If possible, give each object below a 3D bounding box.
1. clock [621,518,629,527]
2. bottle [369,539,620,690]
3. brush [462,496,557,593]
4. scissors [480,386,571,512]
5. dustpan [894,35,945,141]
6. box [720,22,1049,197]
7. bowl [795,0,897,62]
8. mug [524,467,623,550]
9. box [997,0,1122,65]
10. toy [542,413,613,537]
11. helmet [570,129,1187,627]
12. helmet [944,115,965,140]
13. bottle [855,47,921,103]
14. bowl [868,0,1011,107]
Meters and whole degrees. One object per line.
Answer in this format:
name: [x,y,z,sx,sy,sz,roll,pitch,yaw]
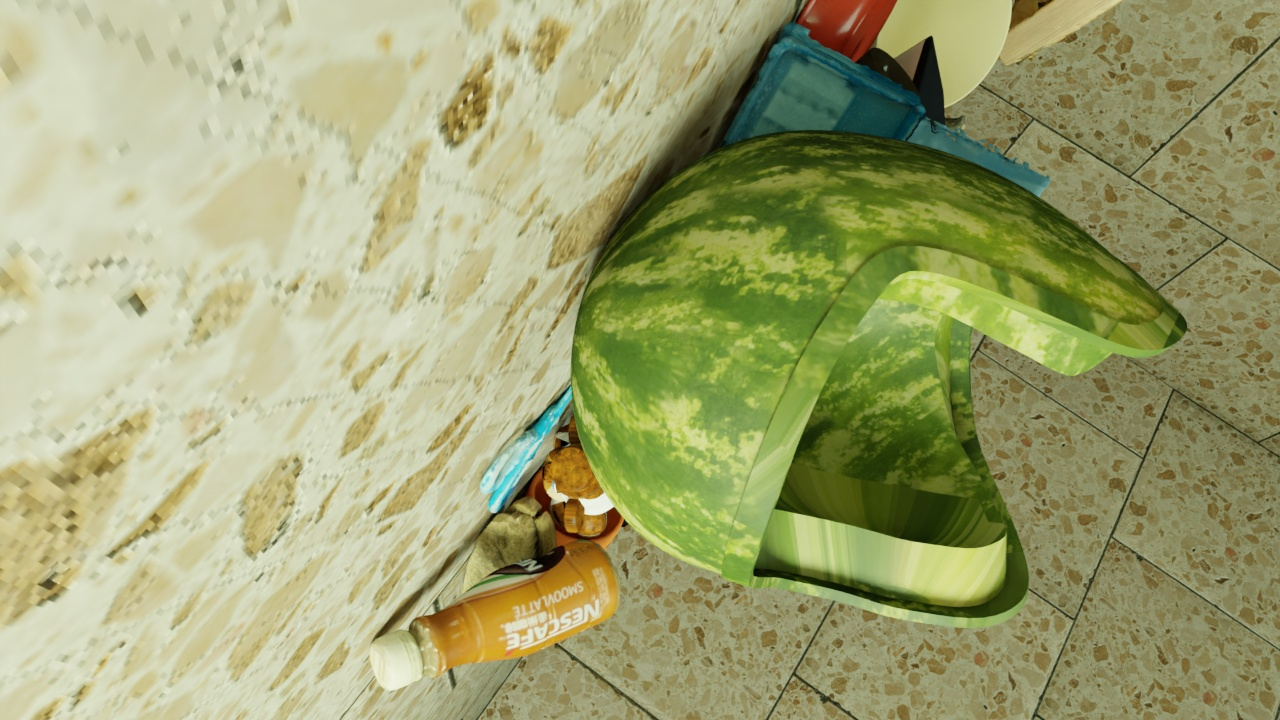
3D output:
clock: [-0.023,0.111,0.856,0.042,0.091,0.121,-42,-177,-20]
bottle: [-0.092,0.167,0.595,0.166,0.059,0.059,-14,146,-38]
brush: [-0.103,0.170,0.702,0.043,0.059,0.196,-35,157,-40]
scissors: [-0.066,0.050,0.598,0.137,0.012,0.128,-53,173,-40]
dustpan: [0.165,-0.073,0.710,0.236,0.080,0.273,-167,-87,-80]
box: [0.108,-0.062,0.570,0.232,0.174,0.033,-59,-178,39]
bowl: [0.127,-0.208,0.576,0.122,0.035,0.122,-54,173,-10]
mug: [-0.065,0.125,0.754,0.112,0.077,0.096,-92,-158,-43]
box: [0.401,-0.397,0.832,0.278,0.220,0.259,-50,173,-51]
toy: [-0.040,0.078,0.629,0.112,0.067,0.087,41,51,-75]
helmet: [0.087,-0.002,0.449,0.243,0.247,0.214,-105,-158,-52]
helmet: [0.249,-0.135,0.891,0.192,0.236,0.225,-55,158,-47]
bottle: [0.091,-0.120,0.587,0.185,0.045,0.045,-38,-175,36]
bowl: [0.213,-0.262,0.710,0.118,0.118,0.074,-57,-145,17]
